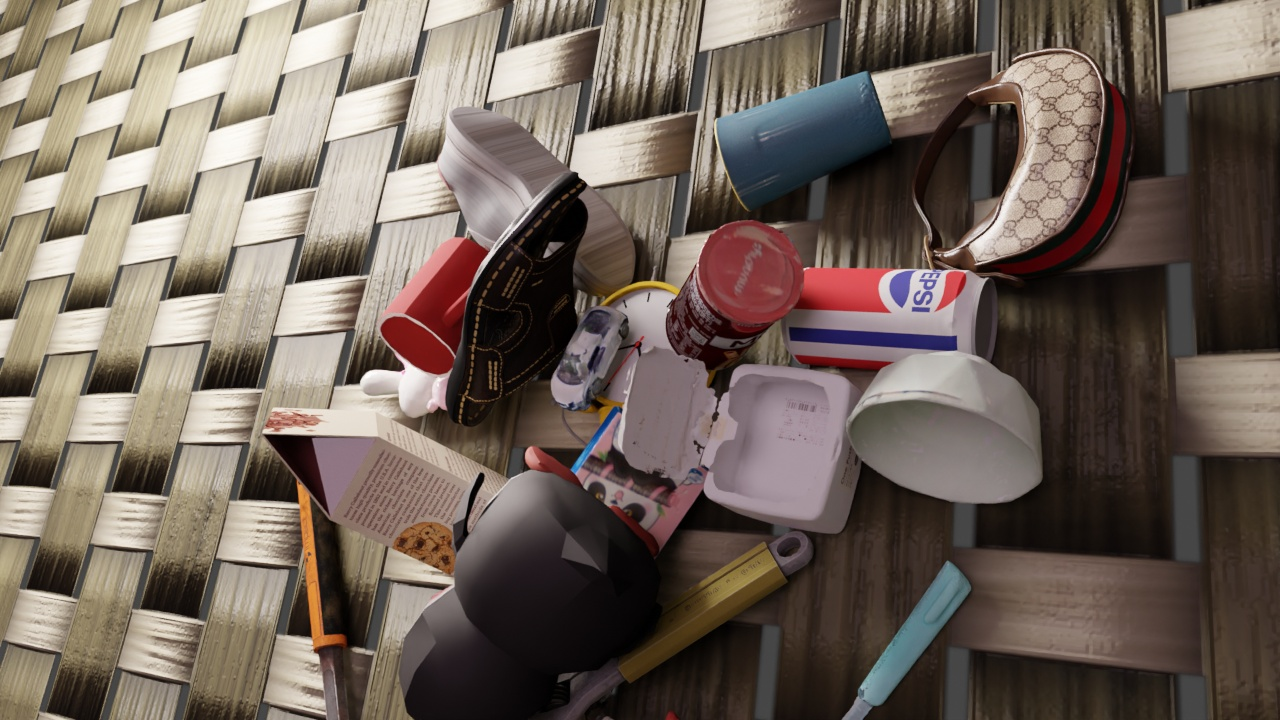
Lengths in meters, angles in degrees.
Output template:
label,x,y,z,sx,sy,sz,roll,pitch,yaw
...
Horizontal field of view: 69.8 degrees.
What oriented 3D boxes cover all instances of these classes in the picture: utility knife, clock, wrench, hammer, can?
label,x,y,z,sx,sy,sz,roll,pitch,yaw
utility knife,0.163,0.190,0.584,0.022,0.015,0.141,36,93,17
clock,-0.004,0.004,0.739,0.113,0.052,0.152,36,89,36
wrench,0.004,0.199,0.633,0.273,0.018,0.083,-32,28,0
hammer,-0.294,0.245,0.837,0.138,0.035,0.314,-30,58,19
can,0.169,-0.028,0.630,0.132,0.070,0.070,5,74,33

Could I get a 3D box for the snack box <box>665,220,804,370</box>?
label,x,y,z,sx,sy,sz,roll,pitch,yaw
snack box,0.062,-0.041,0.643,0.072,0.121,0.072,2,74,-9

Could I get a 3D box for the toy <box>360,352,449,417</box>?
label,x,y,z,sx,sy,sz,roll,pitch,yaw
toy,-0.206,0.018,0.867,0.123,0.038,0.079,21,69,35

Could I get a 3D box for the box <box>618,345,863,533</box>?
label,x,y,z,sx,sy,sz,roll,pitch,yaw
box,0.063,0.044,0.632,0.152,0.132,0.107,8,74,33

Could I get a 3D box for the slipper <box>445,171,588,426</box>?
label,x,y,z,sx,sy,sz,roll,pitch,yaw
slipper,-0.091,-0.032,0.737,0.076,0.112,0.269,31,132,3

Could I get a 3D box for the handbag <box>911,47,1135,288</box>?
label,x,y,z,sx,sy,sz,roll,pitch,yaw
handbag,0.255,-0.128,0.633,0.139,0.063,0.166,3,76,50

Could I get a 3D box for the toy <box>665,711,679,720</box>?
label,x,y,z,sx,sy,sz,roll,pitch,yaw
toy,0.039,0.295,0.584,0.094,0.088,0.133,-48,54,-6

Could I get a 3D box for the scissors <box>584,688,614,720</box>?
label,x,y,z,sx,sy,sz,roll,pitch,yaw
scissors,-0.034,0.259,0.626,0.157,0.012,0.171,-48,20,-15

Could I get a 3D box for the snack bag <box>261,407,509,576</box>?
label,x,y,z,sx,sy,sz,roll,pitch,yaw
snack bag,-0.192,0.094,0.713,0.070,0.206,0.094,-60,19,-2

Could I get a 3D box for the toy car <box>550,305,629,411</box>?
label,x,y,z,sx,sy,sz,roll,pitch,yaw
toy car,-0.042,-0.004,0.715,0.039,0.027,0.089,16,73,31

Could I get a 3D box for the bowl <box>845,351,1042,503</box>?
label,x,y,z,sx,sy,sz,roll,pitch,yaw
bowl,0.193,0.034,0.574,0.118,0.117,0.061,5,56,33

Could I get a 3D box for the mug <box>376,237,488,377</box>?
label,x,y,z,sx,sy,sz,roll,pitch,yaw
mug,-0.164,-0.051,0.810,0.117,0.080,0.096,-22,31,53

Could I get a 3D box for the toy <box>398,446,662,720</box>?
label,x,y,z,sx,sy,sz,roll,pitch,yaw
toy,-0.081,0.172,0.597,0.184,0.159,0.140,-50,12,3

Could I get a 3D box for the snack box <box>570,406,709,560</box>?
label,x,y,z,sx,sy,sz,roll,pitch,yaw
snack box,-0.025,0.121,0.687,0.088,0.033,0.154,34,92,-7

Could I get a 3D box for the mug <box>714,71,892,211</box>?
label,x,y,z,sx,sy,sz,roll,pitch,yaw
mug,0.128,-0.174,0.715,0.121,0.078,0.078,-18,63,19

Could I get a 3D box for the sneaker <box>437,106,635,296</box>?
label,x,y,z,sx,sy,sz,roll,pitch,yaw
sneaker,-0.101,-0.125,0.830,0.236,0.099,0.090,48,133,18
